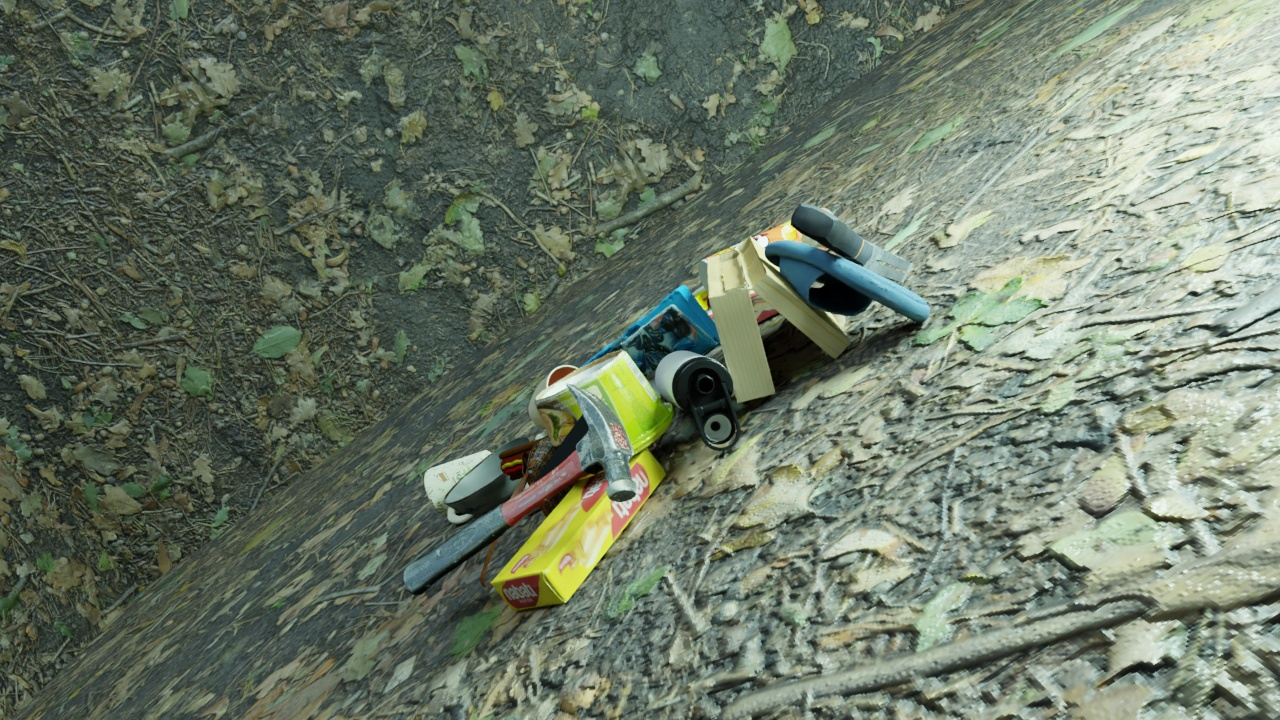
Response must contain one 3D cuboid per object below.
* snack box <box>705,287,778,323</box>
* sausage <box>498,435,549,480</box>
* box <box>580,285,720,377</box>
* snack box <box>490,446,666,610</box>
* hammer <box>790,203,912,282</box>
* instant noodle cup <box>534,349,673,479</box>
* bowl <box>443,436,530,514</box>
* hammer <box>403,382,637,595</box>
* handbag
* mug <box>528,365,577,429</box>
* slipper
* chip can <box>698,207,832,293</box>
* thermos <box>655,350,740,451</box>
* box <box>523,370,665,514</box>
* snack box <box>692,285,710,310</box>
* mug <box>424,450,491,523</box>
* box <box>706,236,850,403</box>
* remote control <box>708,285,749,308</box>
[{"bbox_3d":[0.112,-0.057,1.335,0.274,0.044,0.076,-27,14,35],"label":"snack box"},{"bbox_3d":[-0.121,0.117,1.150,0.156,0.040,0.040,-22,18,39],"label":"sausage"},{"bbox_3d":[-0.008,0.008,1.228,0.244,0.091,0.065,-38,0,32],"label":"box"},{"bbox_3d":[-0.060,0.172,0.953,0.092,0.042,0.200,-23,18,45],"label":"snack box"},{"bbox_3d":[0.211,-0.130,0.980,0.035,0.139,0.312,-65,-20,10],"label":"hammer"},{"bbox_3d":[-0.046,0.057,1.022,0.146,0.098,0.146,-29,8,4],"label":"instant noodle cup"},{"bbox_3d":[-0.200,0.174,1.288,0.151,0.057,0.150,-34,12,8],"label":"bowl"},{"bbox_3d":[-0.139,0.152,0.955,0.327,0.036,0.140,-37,51,26],"label":"hammer"},{"bbox_3d":[-0.133,0.178,1.041,0.043,0.093,0.195,3,42,30],"label":"handbag"},{"bbox_3d":[-0.117,0.063,1.453,0.111,0.085,0.105,-11,-16,-33],"label":"mug"},{"bbox_3d":[0.214,-0.075,0.974,0.214,0.103,0.059,33,101,51],"label":"slipper"},{"bbox_3d":[0.191,-0.158,1.352,0.210,0.062,0.062,-25,9,-15],"label":"chip can"},{"bbox_3d":[0.065,0.041,1.049,0.068,0.101,0.230,-19,3,-3],"label":"thermos"},{"bbox_3d":[-0.062,0.105,1.186,0.217,0.063,0.156,-30,34,24],"label":"box"},{"bbox_3d":[0.096,-0.095,1.404,0.061,0.025,0.148,-27,7,34],"label":"snack box"},{"bbox_3d":[-0.263,0.195,1.379,0.097,0.081,0.121,-26,35,11],"label":"mug"},{"bbox_3d":[0.144,-0.064,1.087,0.148,0.141,0.248,-26,14,9],"label":"box"},{"bbox_3d":[0.161,-0.105,1.437,0.134,0.022,0.050,-25,16,41],"label":"remote control"}]
